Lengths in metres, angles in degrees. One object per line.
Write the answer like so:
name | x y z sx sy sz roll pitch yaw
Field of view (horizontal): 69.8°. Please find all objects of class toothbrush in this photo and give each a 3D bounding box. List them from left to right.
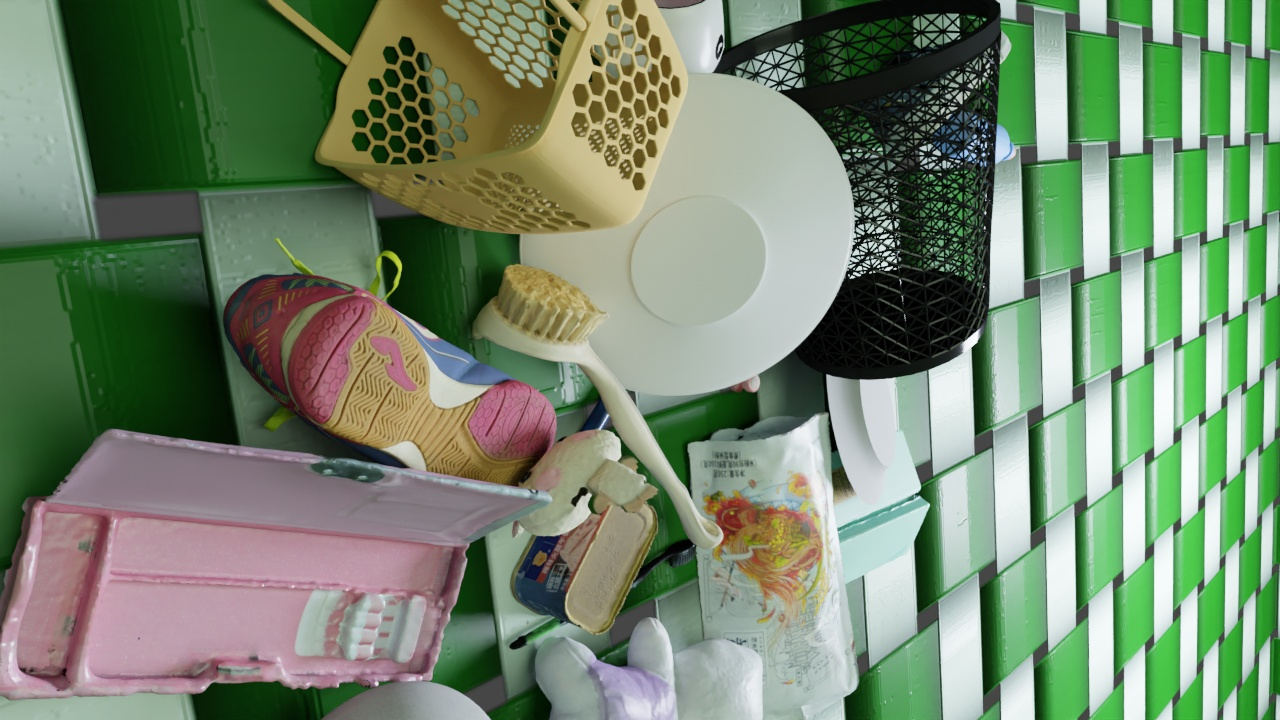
toothbrush | -0.021 0.174 0.682 0.187 0.014 0.017 -20 114 -41
toothbrush | -0.004 0.004 0.681 0.016 0.017 0.189 48 62 -33

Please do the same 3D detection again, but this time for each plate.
plate | 0.036 -0.069 0.607 0.229 0.030 0.230 -4 119 -8
plate | 0.210 0.045 0.844 0.172 0.019 0.172 30 54 -54

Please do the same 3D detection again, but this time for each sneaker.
sneaker | -0.131 0.013 0.529 0.116 0.091 0.242 -64 150 -11
sneaker | 0.289 -0.283 0.902 0.079 0.088 0.234 45 54 0

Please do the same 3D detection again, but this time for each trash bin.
trash bin | 0.178 -0.130 0.724 0.216 0.217 0.243 -40 126 -34

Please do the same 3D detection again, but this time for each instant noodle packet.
instant noodle packet | 0.116 0.185 0.775 0.146 0.057 0.269 -12 101 -19

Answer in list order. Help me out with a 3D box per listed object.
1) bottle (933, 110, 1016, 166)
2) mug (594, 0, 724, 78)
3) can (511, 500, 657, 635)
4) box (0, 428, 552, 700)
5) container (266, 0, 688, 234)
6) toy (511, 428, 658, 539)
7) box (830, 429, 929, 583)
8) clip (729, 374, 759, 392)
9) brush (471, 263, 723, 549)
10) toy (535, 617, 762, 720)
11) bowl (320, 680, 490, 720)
bottle | 0.373 -0.237 1.001 0.131 0.048 0.048 0 93 -44
mug | 0.013 -0.238 0.641 0.076 0.090 0.123 95 -2 -50
can | -0.037 0.132 0.632 0.054 0.059 0.099 44 64 -37
box | -0.183 0.099 0.475 0.233 0.075 0.173 18 114 -43
container | -0.091 -0.149 0.474 0.167 0.184 0.129 37 68 -48
toy | -0.042 0.077 0.574 0.050 0.113 0.087 54 48 -11
box | 0.214 0.146 0.885 0.186 0.056 0.138 -11 107 -43
clip | 0.077 -0.001 0.764 0.023 0.041 0.059 -17 94 -45
brush | -0.013 0.042 0.631 0.272 0.077 0.061 52 24 -29
toy | 0.013 0.264 0.676 0.209 0.086 0.137 16 81 -38
bowl | -0.147 0.238 0.521 0.131 0.064 0.132 -20 127 -29
